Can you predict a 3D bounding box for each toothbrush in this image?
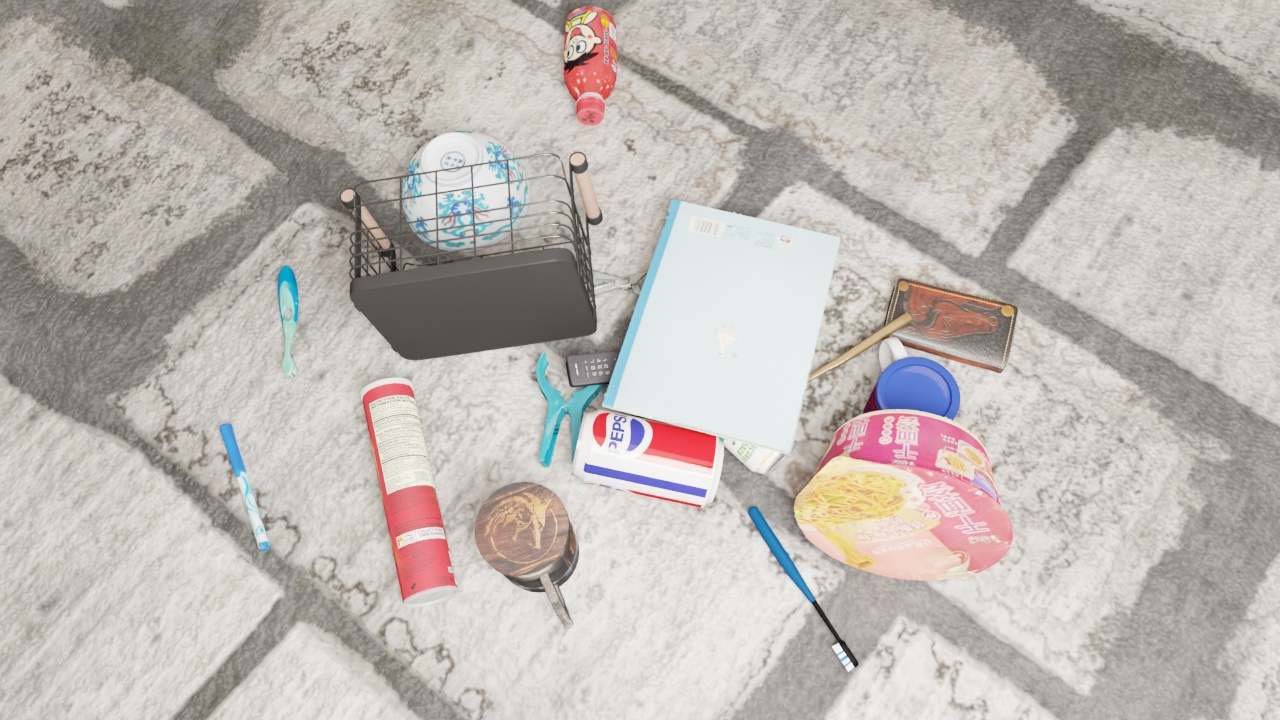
[{"bbox_3d":[0.199,0.001,0.908,0.167,0.016,0.016,-33,76,0],"label":"toothbrush"},{"bbox_3d":[-0.374,-0.042,0.975,0.022,0.017,0.135,-12,64,-1],"label":"toothbrush"},{"bbox_3d":[0.146,0.205,0.837,0.014,0.014,0.167,-34,67,1],"label":"toothbrush"}]

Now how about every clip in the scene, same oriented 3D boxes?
[{"bbox_3d":[-0.054,0.042,0.914,0.121,0.031,0.130,-15,67,-8],"label":"clip"}]

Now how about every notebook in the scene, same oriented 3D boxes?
[{"bbox_3d":[0.084,-0.042,0.896,0.181,0.009,0.252,15,62,8],"label":"notebook"}]

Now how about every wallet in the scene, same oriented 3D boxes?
[{"bbox_3d":[0.312,-0.036,0.926,0.123,0.019,0.072,16,70,10],"label":"wallet"}]

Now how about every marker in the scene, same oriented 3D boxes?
[{"bbox_3d":[-0.390,0.124,0.906,0.013,0.013,0.141,-26,68,-8],"label":"marker"}]

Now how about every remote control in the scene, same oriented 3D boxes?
[{"bbox_3d":[-0.005,0.005,0.915,0.136,0.015,0.032,-6,71,-15],"label":"remote control"}]

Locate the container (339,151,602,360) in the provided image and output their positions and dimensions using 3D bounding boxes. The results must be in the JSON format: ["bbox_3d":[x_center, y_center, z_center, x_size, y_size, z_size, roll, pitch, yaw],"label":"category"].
[{"bbox_3d":[-0.159,-0.102,0.900,0.241,0.163,0.130,-8,67,4],"label":"container"}]

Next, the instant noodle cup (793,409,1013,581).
[{"bbox_3d":[0.229,0.113,0.797,0.179,0.179,0.077,13,52,9],"label":"instant noodle cup"}]

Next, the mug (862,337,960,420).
[{"bbox_3d":[0.250,0.028,0.872,0.075,0.076,0.111,-10,67,-1],"label":"mug"}]

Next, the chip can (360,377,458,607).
[{"bbox_3d":[-0.222,0.123,0.875,0.052,0.052,0.214,-17,67,-4],"label":"chip can"}]

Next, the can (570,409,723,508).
[{"bbox_3d":[0.006,0.090,0.854,0.132,0.070,0.070,12,68,-2],"label":"can"}]

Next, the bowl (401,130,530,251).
[{"bbox_3d":[-0.197,-0.199,0.997,0.144,0.074,0.143,-1,67,3],"label":"bowl"}]

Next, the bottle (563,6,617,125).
[{"bbox_3d":[-0.058,-0.334,1.053,0.062,0.062,0.137,-3,66,2],"label":"bottle"}]

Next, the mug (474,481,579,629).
[{"bbox_3d":[-0.090,0.176,0.813,0.080,0.107,0.115,-22,67,-6],"label":"mug"}]

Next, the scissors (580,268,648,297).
[{"bbox_3d":[-0.006,-0.070,0.959,0.141,0.014,0.161,-34,66,-5],"label":"scissors"}]

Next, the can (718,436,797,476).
[{"bbox_3d":[0.097,0.061,0.879,0.054,0.055,0.101,-43,71,-14],"label":"can"}]
